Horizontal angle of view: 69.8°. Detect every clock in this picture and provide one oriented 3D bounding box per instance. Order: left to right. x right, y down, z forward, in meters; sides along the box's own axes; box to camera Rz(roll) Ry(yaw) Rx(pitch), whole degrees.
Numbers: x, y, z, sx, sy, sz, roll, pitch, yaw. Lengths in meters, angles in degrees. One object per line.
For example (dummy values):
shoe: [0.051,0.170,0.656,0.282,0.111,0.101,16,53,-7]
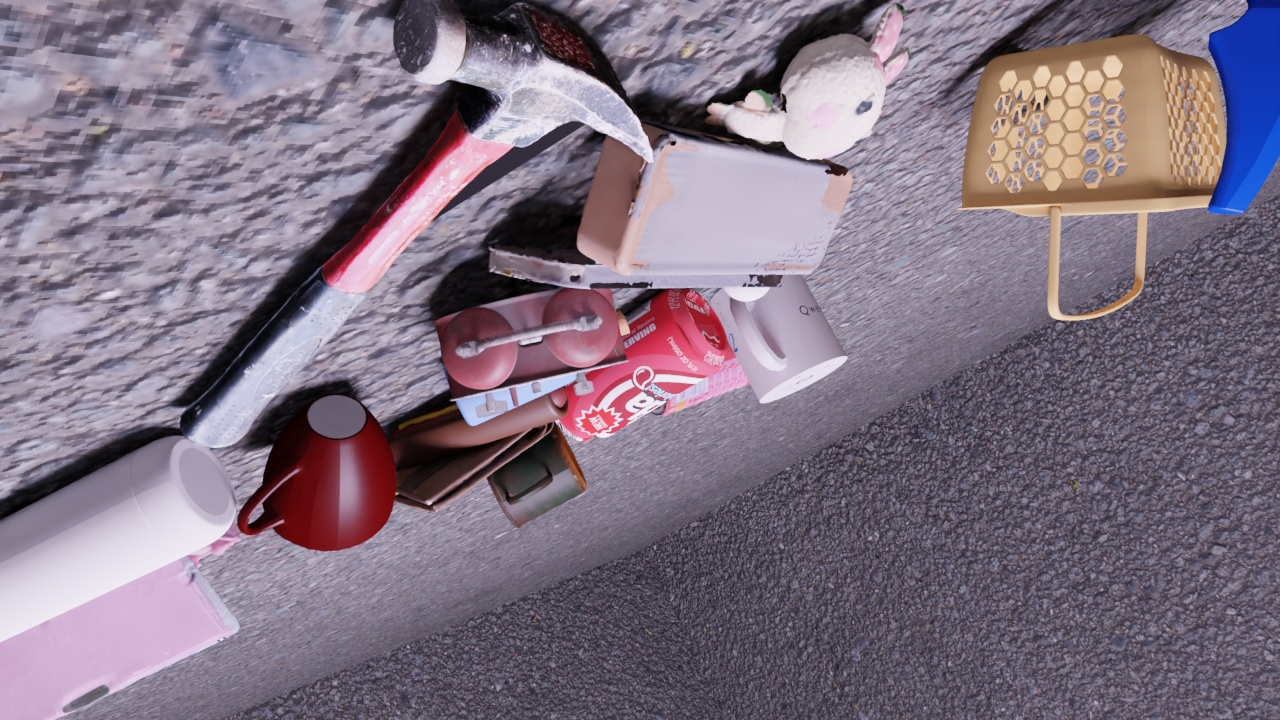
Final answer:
clock: [-0.062,-0.005,0.534,0.110,0.062,0.157,-12,179,-6]

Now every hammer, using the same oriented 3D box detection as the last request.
hammer: [-0.130,-0.040,0.437,0.327,0.036,0.140,-35,162,34]

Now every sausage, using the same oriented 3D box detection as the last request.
sausage: [-0.125,0.046,0.702,0.156,0.040,0.040,-19,169,18]

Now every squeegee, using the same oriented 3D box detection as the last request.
squeegee: [0.360,-0.178,0.532,0.055,0.185,0.249,13,-173,30]

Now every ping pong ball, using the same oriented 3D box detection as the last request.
ping pong ball: [0.081,-0.065,0.698,0.040,0.040,0.040,-24,166,-7]

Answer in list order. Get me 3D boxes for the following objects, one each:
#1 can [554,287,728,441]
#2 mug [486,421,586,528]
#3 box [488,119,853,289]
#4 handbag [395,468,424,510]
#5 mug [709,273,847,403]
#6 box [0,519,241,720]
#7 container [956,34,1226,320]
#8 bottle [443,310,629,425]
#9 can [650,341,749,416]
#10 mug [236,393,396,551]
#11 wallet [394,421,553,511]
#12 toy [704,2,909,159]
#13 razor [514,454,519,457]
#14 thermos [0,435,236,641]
can: [-0.004,0.004,0.728,0.143,0.074,0.074,-32,165,24]
mug: [-0.104,0.114,0.908,0.081,0.085,0.111,-27,-170,-3]
box: [0.024,-0.084,0.540,0.216,0.096,0.115,-7,126,-52]
handbag: [-0.210,0.095,0.781,0.094,0.043,0.195,-34,161,22]
mug: [0.110,-0.026,0.775,0.083,0.096,0.119,-32,165,22]
box: [-0.409,0.204,0.675,0.232,0.107,0.099,-26,167,1]
container: [0.298,-0.113,0.601,0.129,0.167,0.183,5,-168,43]
bottle: [-0.070,-0.001,0.648,0.131,0.048,0.048,-24,166,-7]
can: [0.057,0.003,0.846,0.124,0.066,0.067,-19,164,-26]
mug: [-0.209,0.070,0.592,0.113,0.087,0.089,-37,159,-43]
wallet: [-0.138,0.077,0.734,0.120,0.027,0.099,-35,-161,-30]
toy: [0.093,-0.134,0.469,0.112,0.050,0.087,-31,166,2]
razor: [-0.085,0.046,0.853,0.141,0.018,0.044,-33,128,18]
thermos: [-0.362,0.116,0.530,0.230,0.068,0.101,-26,158,3]
